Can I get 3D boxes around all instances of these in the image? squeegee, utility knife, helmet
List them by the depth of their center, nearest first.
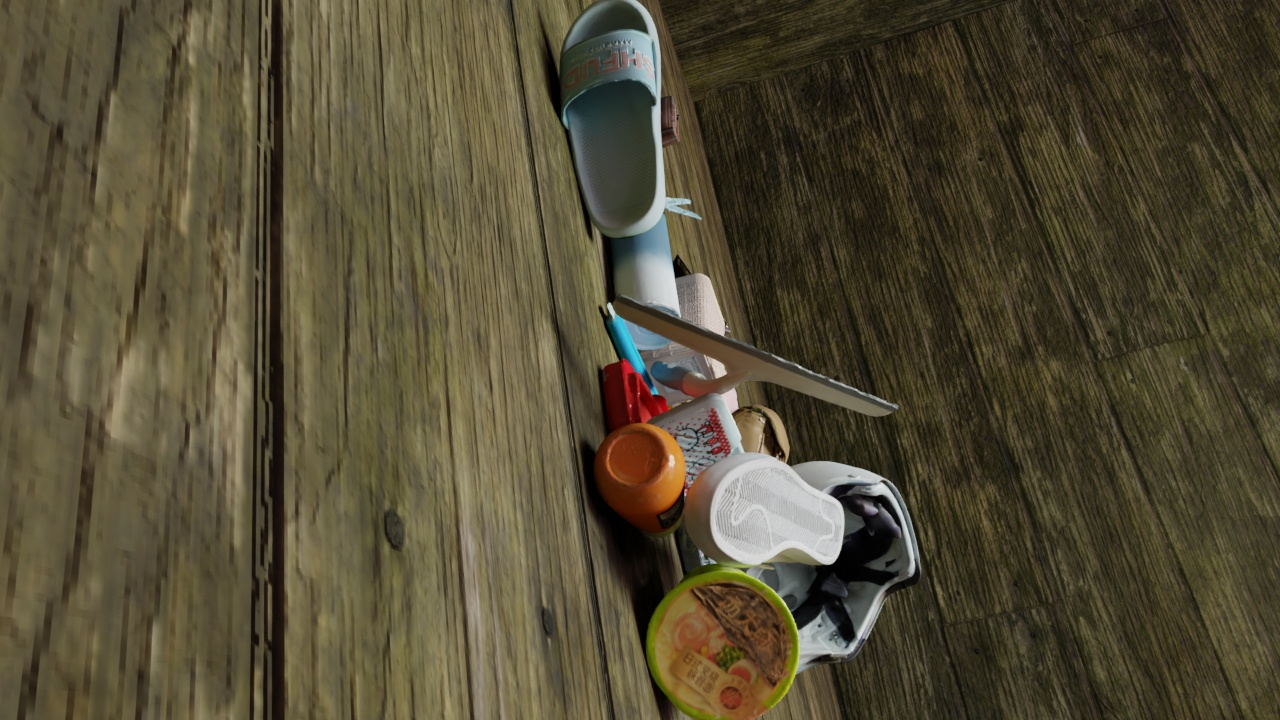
[{"bbox_3d":[0.051,0.015,0.805,0.039,0.246,0.247,-71,-163,-8],"label":"squeegee"},{"bbox_3d":[-0.005,0.005,0.883,0.034,0.018,0.159,-92,162,-51],"label":"utility knife"},{"bbox_3d":[0.172,0.219,1.028,0.229,0.258,0.146,51,-8,-34],"label":"helmet"}]

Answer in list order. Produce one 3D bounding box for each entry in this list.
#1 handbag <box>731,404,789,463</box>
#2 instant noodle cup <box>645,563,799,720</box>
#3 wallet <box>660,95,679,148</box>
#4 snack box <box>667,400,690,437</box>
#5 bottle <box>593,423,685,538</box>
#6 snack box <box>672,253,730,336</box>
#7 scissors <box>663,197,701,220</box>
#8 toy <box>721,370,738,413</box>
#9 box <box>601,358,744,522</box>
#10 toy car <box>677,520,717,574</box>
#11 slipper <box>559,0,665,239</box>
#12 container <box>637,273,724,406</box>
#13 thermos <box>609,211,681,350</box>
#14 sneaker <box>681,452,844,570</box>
[{"bbox_3d":[0.146,0.133,1.204,0.204,0.100,0.148,8,99,-78],"label":"handbag"},{"bbox_3d":[0.063,0.212,0.727,0.123,0.112,0.111,40,36,-86],"label":"instant noodle cup"},{"bbox_3d":[-0.006,-0.253,1.015,0.124,0.101,0.032,-89,159,-56],"label":"wallet"},{"bbox_3d":[0.054,0.059,1.092,0.140,0.034,0.087,-53,127,-76],"label":"snack box"},{"bbox_3d":[0.007,0.101,0.701,0.149,0.067,0.066,71,8,-61],"label":"bottle"},{"bbox_3d":[0.070,-0.076,1.222,0.113,0.053,0.125,55,10,7],"label":"snack box"},{"bbox_3d":[0.024,-0.157,0.954,0.137,0.017,0.083,12,45,-43],"label":"scissors"},{"bbox_3d":[0.091,0.028,1.277,0.159,0.054,0.121,53,22,-42],"label":"toy"},{"bbox_3d":[0.045,0.073,0.818,0.201,0.102,0.095,61,18,-55],"label":"box"},{"bbox_3d":[0.056,0.173,0.913,0.034,0.043,0.090,-3,82,-45],"label":"toy car"},{"bbox_3d":[-0.030,-0.239,0.885,0.074,0.104,0.245,31,51,-73],"label":"slipper"},{"bbox_3d":[0.042,-0.019,0.980,0.110,0.090,0.090,-90,162,-48],"label":"container"},{"bbox_3d":[0.001,-0.110,0.952,0.070,0.070,0.220,64,14,-46],"label":"thermos"},{"bbox_3d":[0.084,0.125,0.757,0.242,0.091,0.089,25,71,-55],"label":"sneaker"}]
